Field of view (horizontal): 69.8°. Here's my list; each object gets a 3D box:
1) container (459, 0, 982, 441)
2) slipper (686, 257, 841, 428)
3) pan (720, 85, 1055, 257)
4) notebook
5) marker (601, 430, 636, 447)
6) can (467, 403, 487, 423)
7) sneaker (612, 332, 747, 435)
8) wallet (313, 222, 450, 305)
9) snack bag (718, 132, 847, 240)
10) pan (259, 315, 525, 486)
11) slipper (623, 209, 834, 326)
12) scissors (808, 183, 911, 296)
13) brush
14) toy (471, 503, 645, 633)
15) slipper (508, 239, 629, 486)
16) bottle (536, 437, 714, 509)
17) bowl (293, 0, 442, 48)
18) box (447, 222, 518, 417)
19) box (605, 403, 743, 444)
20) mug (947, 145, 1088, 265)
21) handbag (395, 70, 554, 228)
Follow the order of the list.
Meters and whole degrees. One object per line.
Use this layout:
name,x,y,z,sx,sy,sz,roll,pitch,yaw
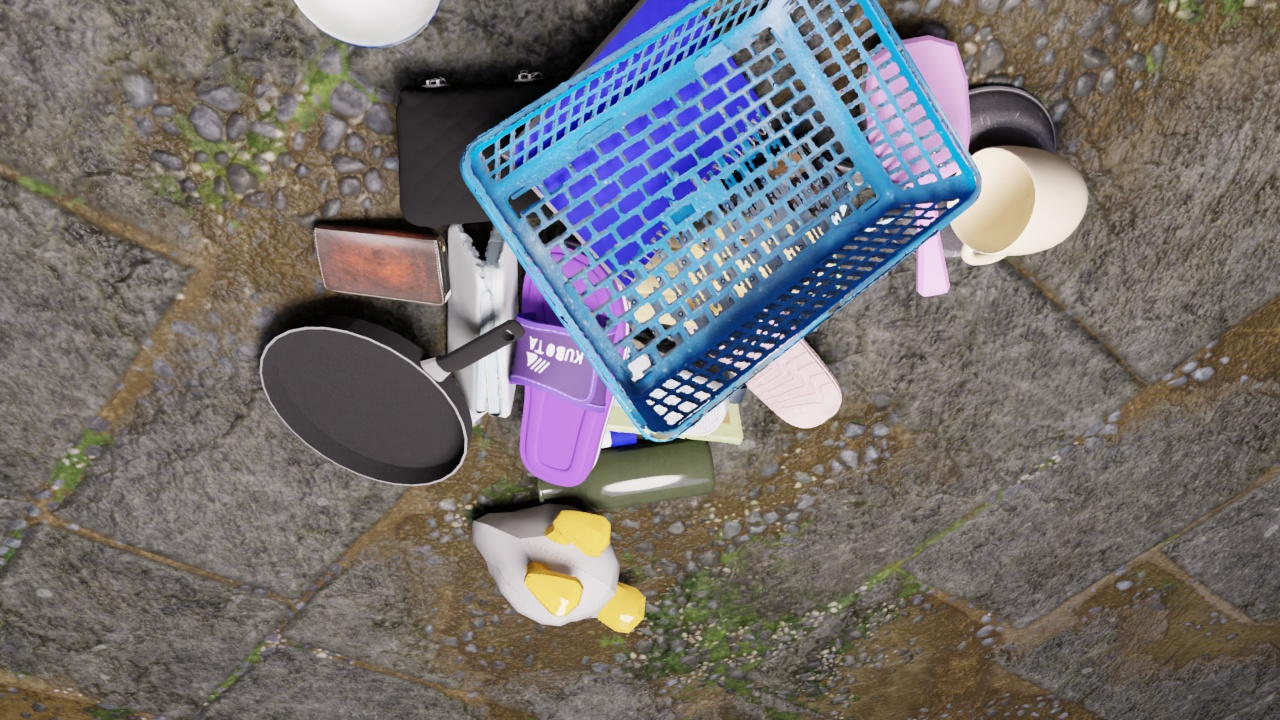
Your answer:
container,0.067,-0.138,0.730,0.361,0.089,0.257,-37,98,-15
slipper,0.128,-0.025,0.986,0.094,0.064,0.239,-34,114,22
pan,0.245,-0.178,0.895,0.356,0.055,0.188,-2,129,-13
notebook,0.007,-0.190,0.787,0.209,0.022,0.171,-50,125,-9
marker,-0.072,0.096,1.077,0.133,0.023,0.027,-8,152,-3
can,-0.189,0.052,1.014,0.095,0.032,0.032,-39,125,21
sneaker,-0.006,0.006,0.969,0.235,0.087,0.089,21,118,8
wallet,-0.243,-0.092,0.866,0.123,0.019,0.072,8,126,8
snack bag,0.114,-0.155,0.874,0.156,0.018,0.074,-27,134,37
pan,-0.231,0.023,0.904,0.357,0.034,0.225,-25,120,36
slipper,0.053,-0.086,0.878,0.262,0.079,0.111,-6,113,12
scissors,0.182,-0.117,0.922,0.160,0.024,0.172,9,143,2
brush,0.253,-0.173,0.836,0.089,0.043,0.229,-9,105,4
toy,-0.099,0.256,1.131,0.247,0.140,0.268,26,161,3
slipper,-0.081,0.023,0.897,0.107,0.083,0.267,16,121,12
bottle,-0.018,0.138,1.090,0.207,0.071,0.072,-8,130,-3
bowl,-0.206,-0.305,0.694,0.118,0.062,0.118,-5,130,-6
box,-0.136,-0.036,0.898,0.083,0.122,0.216,-19,147,-26
box,0.012,0.065,1.039,0.188,0.091,0.084,8,144,-12
mug,0.351,-0.138,0.855,0.099,0.096,0.120,-6,136,-31
handbag,-0.133,-0.187,0.808,0.153,0.114,0.125,-4,107,-2
